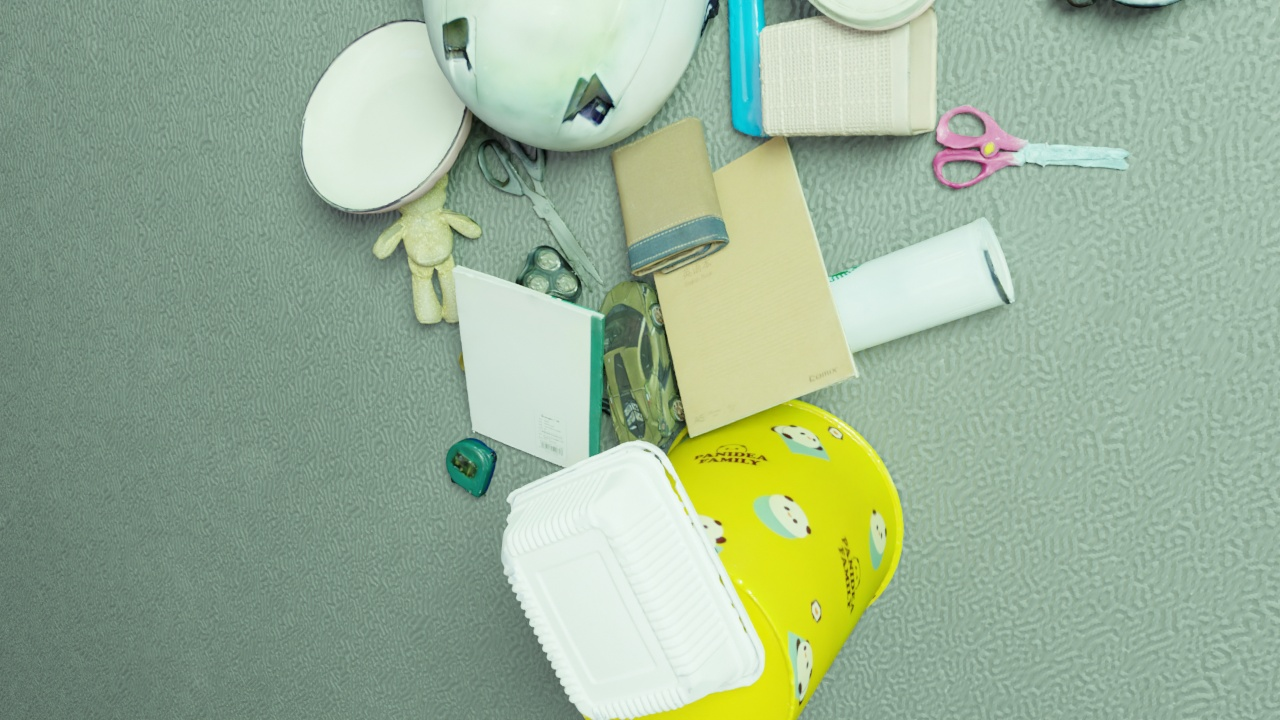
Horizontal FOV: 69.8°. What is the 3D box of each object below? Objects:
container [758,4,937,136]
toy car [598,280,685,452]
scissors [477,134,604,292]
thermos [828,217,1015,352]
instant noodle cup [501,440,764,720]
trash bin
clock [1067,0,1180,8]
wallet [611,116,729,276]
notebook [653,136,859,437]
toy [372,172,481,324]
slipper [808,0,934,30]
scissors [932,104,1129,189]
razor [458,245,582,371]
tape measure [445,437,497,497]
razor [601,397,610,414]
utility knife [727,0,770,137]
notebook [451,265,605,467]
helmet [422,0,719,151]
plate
[{"bbox_3d":[0.152,-0.209,0.672,0.111,0.089,0.090,3,107,29],"label":"container"},{"bbox_3d":[-0.005,0.005,0.821,0.070,0.042,0.158,-20,77,40],"label":"toy car"},{"bbox_3d":[-0.095,-0.139,0.859,0.143,0.014,0.173,7,111,23],"label":"scissors"},{"bbox_3d":[0.169,-0.043,0.724,0.225,0.073,0.073,-20,96,30],"label":"thermos"},{"bbox_3d":[-0.016,0.152,0.583,0.138,0.060,0.173,-25,94,30],"label":"instant noodle cup"},{"bbox_3d":[0.071,0.173,0.729,0.230,0.254,0.230,8,109,24],"label":"trash bin"},{"bbox_3d":[0.317,-0.269,0.589,0.122,0.055,0.082,12,110,24],"label":"clock"},{"bbox_3d":[0.022,-0.136,0.769,0.090,0.033,0.115,-19,74,28],"label":"wallet"},{"bbox_3d":[0.079,-0.059,0.743,0.150,0.012,0.211,-24,67,31],"label":"notebook"},{"bbox_3d":[-0.206,-0.110,0.898,0.105,0.066,0.157,-9,107,-5],"label":"toy"},{"bbox_3d":[0.141,-0.344,0.630,0.114,0.054,0.274,-22,73,26],"label":"slipper"},{"bbox_3d":[0.282,-0.147,0.667,0.135,0.017,0.064,13,111,19],"label":"scissors"},{"bbox_3d":[-0.123,-0.040,0.875,0.062,0.067,0.168,52,126,4],"label":"razor"},{"bbox_3d":[-0.179,0.110,0.966,0.054,0.025,0.058,29,115,15],"label":"tape measure"},{"bbox_3d":[-0.067,0.032,0.889,0.143,0.022,0.043,17,138,18],"label":"razor"},{"bbox_3d":[0.083,-0.278,0.716,0.034,0.018,0.203,5,112,28],"label":"utility knife"},{"bbox_3d":[-0.103,0.017,0.864,0.150,0.012,0.210,20,134,17],"label":"notebook"},{"bbox_3d":[-0.058,-0.275,0.681,0.229,0.145,0.259,23,119,-7],"label":"helmet"},{"bbox_3d":[-0.230,-0.221,0.853,0.193,0.039,0.192,-6,74,23],"label":"plate"}]
